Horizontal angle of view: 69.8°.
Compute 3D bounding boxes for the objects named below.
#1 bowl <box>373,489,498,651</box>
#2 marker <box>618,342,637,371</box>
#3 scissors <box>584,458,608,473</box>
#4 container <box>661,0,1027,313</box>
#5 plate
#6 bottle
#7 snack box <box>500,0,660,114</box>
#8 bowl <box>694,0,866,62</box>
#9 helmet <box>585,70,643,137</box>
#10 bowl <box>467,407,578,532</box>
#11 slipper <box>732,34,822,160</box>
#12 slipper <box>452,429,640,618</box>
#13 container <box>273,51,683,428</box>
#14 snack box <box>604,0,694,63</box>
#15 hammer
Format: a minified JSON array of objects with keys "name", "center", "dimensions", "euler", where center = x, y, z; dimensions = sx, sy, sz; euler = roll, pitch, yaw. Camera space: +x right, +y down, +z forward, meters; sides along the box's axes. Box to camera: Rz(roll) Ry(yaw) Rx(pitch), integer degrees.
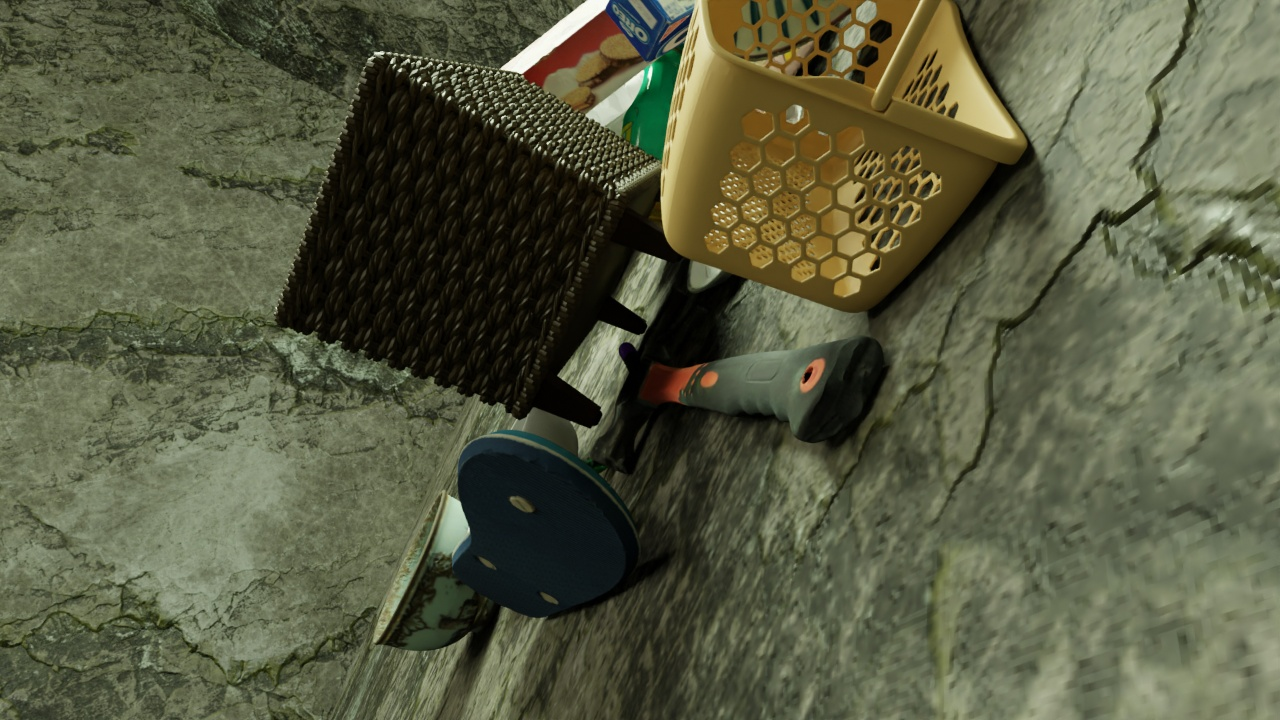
[{"name":"bowl","center":[-0.187,0.220,0.909],"dimensions":[0.160,0.094,0.159],"euler":[-59,13,22]},{"name":"marker","center":[-0.005,0.004,0.759],"dimensions":[0.134,0.015,0.018],"euler":[-123,31,-76]},{"name":"scissors","center":[-0.081,0.112,0.715],"dimensions":[0.127,0.012,0.122],"euler":[-27,-20,-13]},{"name":"container","center":[0.084,-0.138,0.398],"dimensions":[0.183,0.129,0.167],"euler":[-79,10,-51]},{"name":"plate","center":[0.076,-0.116,0.657],"dimensions":[0.157,0.014,0.156],"euler":[-59,13,22]},{"name":"bottle","center":[0.016,-0.215,0.867],"dimensions":[0.068,0.068,0.209],"euler":[148,130,-69]},{"name":"snack box","center":[0.001,-0.309,0.824],"dimensions":[0.273,0.076,0.044],"euler":[-34,45,10]},{"name":"bowl","center":[0.090,-0.263,0.525],"dimensions":[0.177,0.071,0.177],"euler":[-29,-17,-10]},{"name":"helmet","center":[-0.067,-0.277,1.137],"dimensions":[0.224,0.184,0.281],"euler":[-24,12,17]},{"name":"bowl","center":[-0.096,0.107,0.817],"dimensions":[0.132,0.064,0.131],"euler":[-61,11,19]},{"name":"slipper","center":[0.075,-0.226,0.688],"dimensions":[0.196,0.081,0.093],"euler":[-60,8,-25]},{"name":"slipper","center":[-0.062,0.105,0.587],"dimensions":[0.060,0.118,0.296],"euler":[-58,0,-30]},{"name":"container","center":[-0.077,-0.091,0.678],"dimensions":[0.177,0.205,0.320],"euler":[-63,1,17]},{"name":"snack box","center":[0.076,-0.315,0.725],"dimensions":[0.225,0.059,0.059],"euler":[-37,1,-27]},{"name":"hammer","center":[0.041,0.014,0.516],"dimensions":[0.133,0.033,0.333],"euler":[-65,13,-7]}]
